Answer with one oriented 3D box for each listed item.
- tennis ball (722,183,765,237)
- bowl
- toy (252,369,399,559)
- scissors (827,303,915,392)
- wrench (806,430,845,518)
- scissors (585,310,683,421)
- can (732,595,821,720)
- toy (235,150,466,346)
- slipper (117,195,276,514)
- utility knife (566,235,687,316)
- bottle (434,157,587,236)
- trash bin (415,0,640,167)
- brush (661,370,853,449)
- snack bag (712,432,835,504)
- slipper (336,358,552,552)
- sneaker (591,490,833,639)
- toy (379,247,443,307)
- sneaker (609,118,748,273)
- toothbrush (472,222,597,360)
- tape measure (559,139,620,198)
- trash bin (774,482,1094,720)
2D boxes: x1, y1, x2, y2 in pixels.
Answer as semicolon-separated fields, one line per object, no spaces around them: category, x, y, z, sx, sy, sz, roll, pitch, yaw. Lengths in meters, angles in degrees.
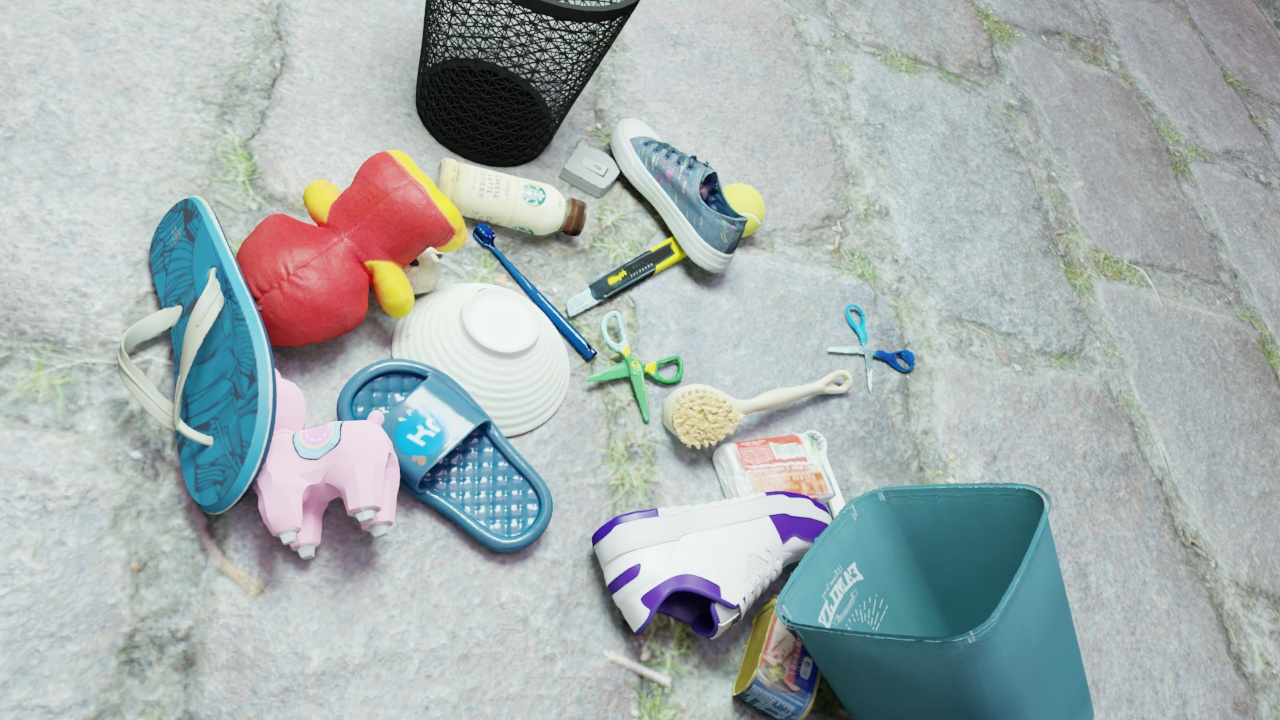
tennis ball;0.119;-0.182;1.118;0.065;0.065;0.065;13;53;-19
bowl;-0.141;-0.020;0.873;0.177;0.071;0.177;13;53;-18
toy;-0.263;0.074;0.737;0.123;0.067;0.157;-17;64;-7
scissors;0.284;-0.013;1.119;0.133;0.014;0.127;19;52;-16
wrench;0.221;0.195;0.947;0.047;0.009;0.273;-2;59;-28
scissors;-0.008;0.003;0.954;0.125;0.011;0.131;-13;73;-38
can;0.126;0.267;0.822;0.059;0.054;0.099;30;49;-3
toy;-0.268;-0.097;0.818;0.216;0.099;0.147;-41;77;-19
slipper;-0.361;-0.021;0.735;0.060;0.118;0.294;26;33;-58
utility knife;-0.013;-0.095;1.024;0.029;0.020;0.202;47;51;11
bottle;-0.139;-0.170;0.985;0.162;0.057;0.056;11;54;-20
trash bin;-0.137;-0.353;0.988;0.216;0.244;0.216;13;53;-19
brush;0.137;0.042;0.981;0.271;0.062;0.077;-10;25;-37
snack bag;0.136;0.117;0.940;0.115;0.036;0.077;-5;61;-29
slipper;-0.162;0.077;0.792;0.213;0.059;0.103;40;65;-2
sneaker;0.082;0.190;0.831;0.243;0.092;0.111;-2;60;-23
toy;-0.235;-0.099;0.898;0.087;0.050;0.112;39;54;3
sneaker;0.051;-0.213;1.081;0.087;0.079;0.235;-8;56;-46
toothbrush;-0.111;-0.074;0.959;0.190;0.017;0.016;47;52;9
tape measure;-0.058;-0.227;1.089;0.062;0.020;0.060;29;50;-6
trash bin;0.266;0.249;0.783;0.196;0.200;0.219;-41;111;-40
